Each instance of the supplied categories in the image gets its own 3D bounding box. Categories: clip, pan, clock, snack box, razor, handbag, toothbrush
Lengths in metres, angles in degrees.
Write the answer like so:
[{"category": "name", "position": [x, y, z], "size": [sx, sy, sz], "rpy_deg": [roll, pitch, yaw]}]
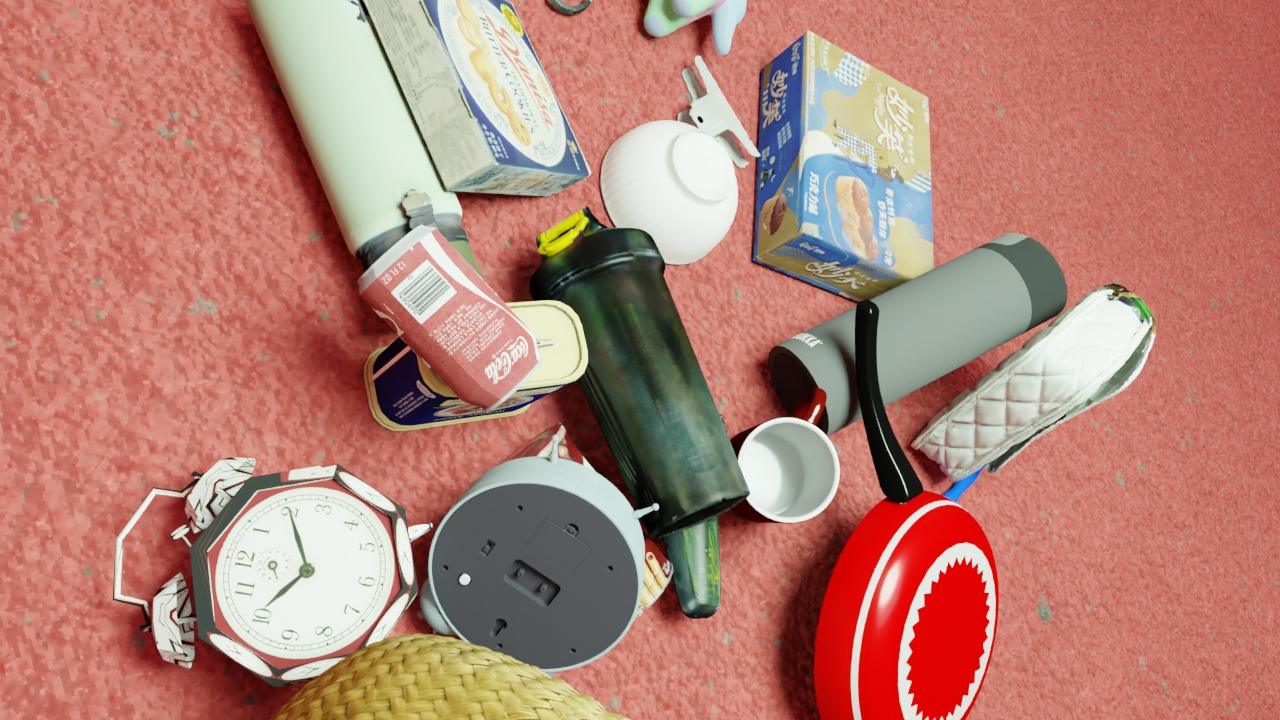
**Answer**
[{"category": "clip", "position": [0.061, -0.209, 0.778], "size": [0.102, 0.050, 0.058], "rpy_deg": [57, 42, -4]}, {"category": "pan", "position": [0.199, 0.132, 0.684], "size": [0.208, 0.067, 0.356], "rpy_deg": [-17, 107, -41]}, {"category": "clock", "position": [-0.199, 0.113, 0.495], "size": [0.154, 0.065, 0.114], "rpy_deg": [14, 68, -12]}, {"category": "snack box", "position": [-0.042, 0.110, 0.594], "size": [0.121, 0.072, 0.072], "rpy_deg": [52, 55, -9]}, {"category": "clock", "position": [-0.066, 0.128, 0.541], "size": [0.122, 0.159, 0.045], "rpy_deg": [35, 19, -5]}, {"category": "razor", "position": [0.040, 0.103, 0.647], "size": [0.053, 0.067, 0.151], "rpy_deg": [11, 63, -31]}, {"category": "snack box", "position": [0.184, -0.167, 0.825], "size": [0.155, 0.069, 0.202], "rpy_deg": [17, 67, -29]}, {"category": "snack box", "position": [-0.107, -0.185, 0.621], "size": [0.144, 0.043, 0.144], "rpy_deg": [66, 23, 1]}, {"category": "handbag", "position": [0.331, 0.028, 0.779], "size": [0.138, 0.195, 0.072], "rpy_deg": [-32, 75, -35]}, {"category": "toothbrush", "position": [0.296, 0.113, 0.845], "size": [0.182, 0.018, 0.016], "rpy_deg": [-37, 101, -32]}]

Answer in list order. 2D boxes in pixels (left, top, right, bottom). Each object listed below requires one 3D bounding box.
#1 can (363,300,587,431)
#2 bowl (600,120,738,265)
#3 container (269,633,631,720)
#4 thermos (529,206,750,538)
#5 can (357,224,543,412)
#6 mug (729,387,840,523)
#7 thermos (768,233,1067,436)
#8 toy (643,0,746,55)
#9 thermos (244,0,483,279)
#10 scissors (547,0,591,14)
[{"category": "can", "position": [-0.102, 0.003, 0.575], "size": [0.116, 0.092, 0.056], "rpy_deg": [-7, 79, -34]}, {"category": "bowl", "position": [0.034, -0.141, 0.726], "size": [0.118, 0.062, 0.118], "rpy_deg": [10, 70, -30]}, {"category": "container", "position": [-0.060, 0.271, 0.398], "size": [0.307, 0.308, 0.196], "rpy_deg": [47, 53, -12]}, {"category": "thermos", "position": [-0.004, 0.004, 0.616], "size": [0.098, 0.098, 0.220], "rpy_deg": [-11, 69, -34]}, {"category": "can", "position": [-0.100, -0.021, 0.492], "size": [0.096, 0.054, 0.053], "rpy_deg": [48, 56, -11]}, {"category": "mug", "position": [0.105, 0.068, 0.674], "size": [0.073, 0.083, 0.105], "rpy_deg": [29, 79, 0]}, {"category": "thermos", "position": [0.228, -0.024, 0.752], "size": [0.240, 0.082, 0.082], "rpy_deg": [-25, 89, -15]}, {"category": "toy", "position": [0.033, -0.378, 0.776], "size": [0.222, 0.120, 0.170], "rpy_deg": [49, 58, -19]}, {"category": "thermos", "position": [-0.170, -0.136, 0.581], "size": [0.082, 0.083, 0.231], "rpy_deg": [-21, 87, -35]}, {"category": "scissors", "position": [-0.042, -0.346, 0.774], "size": [0.170, 0.013, 0.121], "rpy_deg": [-31, 93, -39]}]
